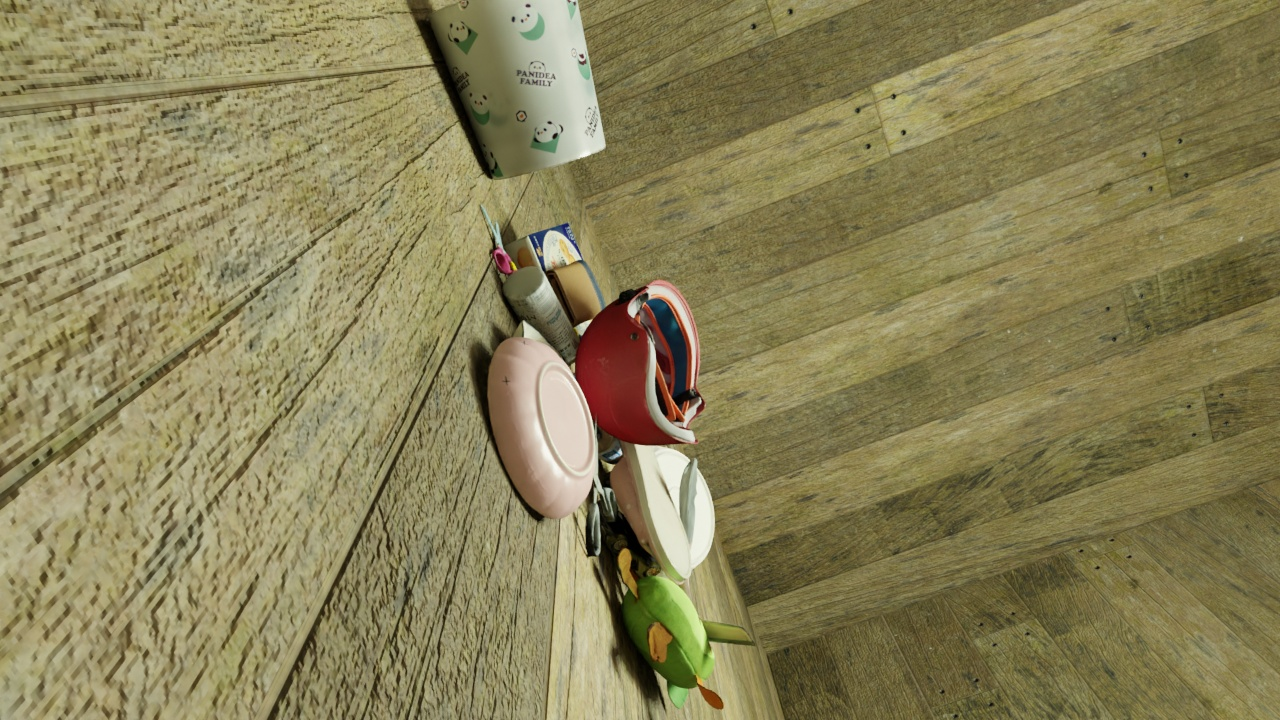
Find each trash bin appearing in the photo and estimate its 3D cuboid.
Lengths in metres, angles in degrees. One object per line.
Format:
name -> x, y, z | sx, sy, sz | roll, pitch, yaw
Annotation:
trash bin -> -0.173, -0.419, 1.378 | 0.229, 0.229, 0.252 | -96, 171, -73

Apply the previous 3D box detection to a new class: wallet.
wallet -> -0.092, -0.095, 1.307 | 0.090, 0.033, 0.115 | 67, 21, -5

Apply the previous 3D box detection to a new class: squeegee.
squeegee -> 0.066, 0.257, 1.254 | 0.248, 0.040, 0.249 | -27, -119, 60

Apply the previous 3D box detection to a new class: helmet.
helmet -> -0.007, 0.007, 1.249 | 0.239, 0.144, 0.207 | -76, 145, -52

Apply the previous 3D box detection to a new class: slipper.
slipper -> 0.005, 0.189, 1.244 | 0.114, 0.054, 0.274 | 47, 17, -42

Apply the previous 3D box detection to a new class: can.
can -> -0.050, 0.123, 1.374 | 0.134, 0.053, 0.053 | 54, 16, -74
can -> -0.128, -0.054, 1.209 | 0.147, 0.058, 0.058 | 65, 6, -46

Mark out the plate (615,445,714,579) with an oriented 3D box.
plate -> 0.044, 0.225, 1.385 | 0.204, 0.046, 0.204 | 25, 55, -42

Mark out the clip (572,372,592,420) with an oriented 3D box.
clip -> -0.079, 0.064, 1.443 | 0.070, 0.034, 0.099 | 59, 16, -73

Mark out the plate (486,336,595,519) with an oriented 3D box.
plate -> -0.090, 0.064, 0.939 | 0.192, 0.039, 0.192 | -17, 90, -72

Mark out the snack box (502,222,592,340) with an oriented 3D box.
snack box -> -0.119, -0.104, 1.360 | 0.178, 0.046, 0.182 | 69, 19, -9

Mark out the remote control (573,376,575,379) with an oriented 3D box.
remote control -> -0.099, 0.046, 1.326 | 0.125, 0.024, 0.049 | 50, 20, -74

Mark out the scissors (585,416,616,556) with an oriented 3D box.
scissors -> -0.055, 0.152, 1.108 | 0.159, 0.014, 0.179 | -82, 162, -44

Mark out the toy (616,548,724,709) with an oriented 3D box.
toy -> 0.034, 0.338, 1.141 | 0.227, 0.090, 0.247 | 56, -6, 40

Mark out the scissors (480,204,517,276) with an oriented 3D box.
scissors -> -0.187, -0.148, 1.216 | 0.133, 0.017, 0.118 | 65, 8, 3

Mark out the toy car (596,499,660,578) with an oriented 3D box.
toy car -> -0.021, 0.242, 1.237 | 0.158, 0.042, 0.070 | 51, 13, -41

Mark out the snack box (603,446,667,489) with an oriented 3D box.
snack box -> 0.011, 0.207, 1.426 | 0.125, 0.053, 0.113 | -20, 89, -58

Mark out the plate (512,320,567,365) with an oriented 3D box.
plate -> -0.108, 0.050, 1.113 | 0.266, 0.034, 0.162 | 54, 16, -75
